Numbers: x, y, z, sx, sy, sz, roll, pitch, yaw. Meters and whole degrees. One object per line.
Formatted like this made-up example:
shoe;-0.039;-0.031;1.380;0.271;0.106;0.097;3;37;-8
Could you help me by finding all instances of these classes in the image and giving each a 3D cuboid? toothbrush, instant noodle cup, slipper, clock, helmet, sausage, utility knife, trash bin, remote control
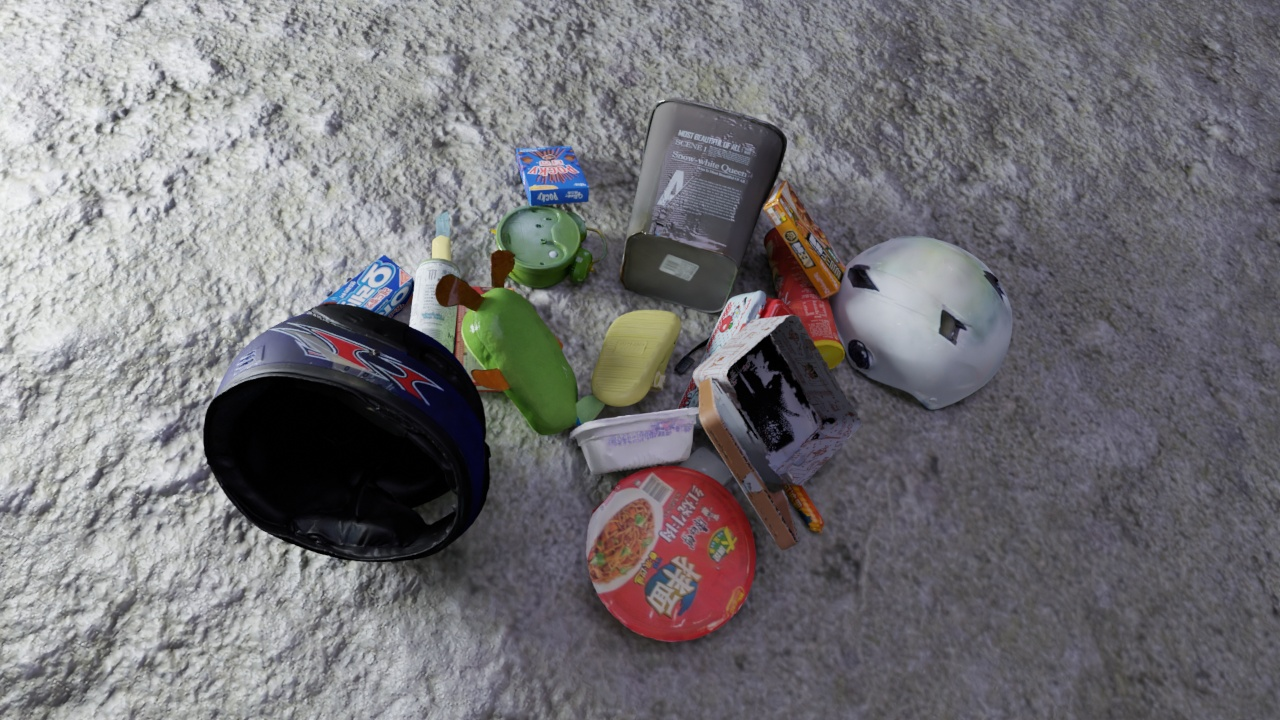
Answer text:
toothbrush;0.110;-0.039;1.264;0.016;0.014;0.189;40;60;15
instant noodle cup;-0.006;0.098;1.080;0.138;0.174;0.060;-7;81;-12
slipper;-0.007;0.007;1.181;0.092;0.082;0.190;9;39;16
clock;-0.126;-0.158;1.280;0.161;0.056;0.116;-5;59;-11
instant noodle cup;0.030;0.218;1.039;0.193;0.066;0.193;3;73;-11
helmet;0.387;-0.077;1.249;0.228;0.146;0.258;-37;69;-27
sausage;0.183;0.147;1.150;0.021;0.021;0.165;-21;63;-20
helmet;-0.289;0.071;0.996;0.315;0.248;0.239;16;21;9
utility knife;-0.271;-0.129;1.261;0.031;0.020;0.195;-2;65;-11
trash bin;0.076;-0.207;1.267;0.199;0.199;0.219;16;62;2
remote control;0.050;0.162;1.122;0.134;0.019;0.056;-37;69;-27

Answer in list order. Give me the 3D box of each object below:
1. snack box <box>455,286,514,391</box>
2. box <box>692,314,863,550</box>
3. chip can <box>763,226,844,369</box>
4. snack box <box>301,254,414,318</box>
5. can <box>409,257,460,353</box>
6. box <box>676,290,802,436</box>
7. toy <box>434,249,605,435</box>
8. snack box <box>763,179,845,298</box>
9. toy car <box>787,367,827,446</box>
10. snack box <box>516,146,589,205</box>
snack box;-0.203;-0.030;1.204;0.075;0.026;0.152;0;58;-8
box;0.141;0.076;1.054;0.179;0.131;0.271;57;38;-14
chip can;0.224;-0.090;1.277;0.073;0.073;0.216;-2;58;-10
snack box;-0.381;-0.050;1.173;0.058;0.057;0.207;37;60;12
can;-0.267;-0.056;1.183;0.058;0.058;0.146;3;64;-6
box;0.120;0.011;1.187;0.102;0.095;0.201;7;64;47
toy;-0.150;-0.012;1.126;0.246;0.090;0.226;59;28;-3
snack box;0.222;-0.163;1.233;0.154;0.026;0.075;53;34;-17
toy car;0.216;0.063;1.201;0.054;0.037;0.120;-3;68;-13
snack box;-0.129;-0.271;1.335;0.084;0.026;0.157;-6;35;-12
